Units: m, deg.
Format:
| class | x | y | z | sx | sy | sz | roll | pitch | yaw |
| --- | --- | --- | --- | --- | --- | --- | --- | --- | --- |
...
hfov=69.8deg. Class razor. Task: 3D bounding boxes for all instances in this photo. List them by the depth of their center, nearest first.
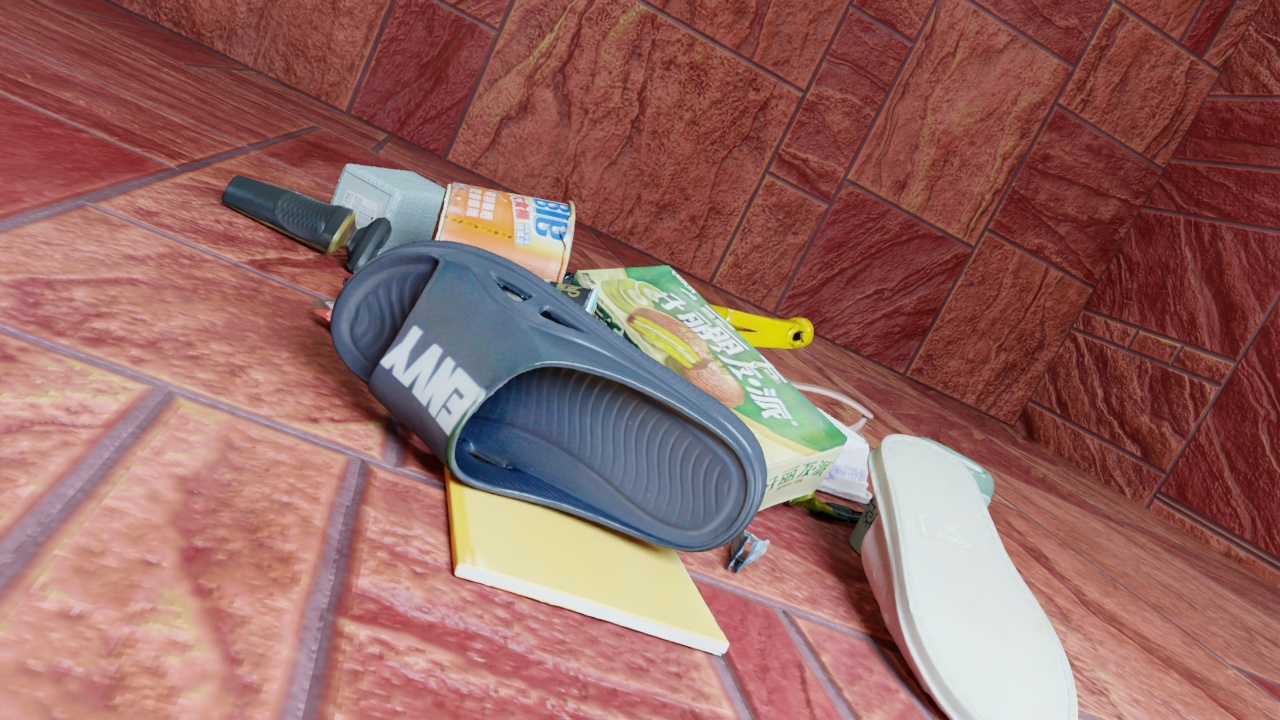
| class | x | y | z | sx | sy | sz | roll | pitch | yaw |
| --- | --- | --- | --- | --- | --- | --- | --- | --- | --- |
| razor | 0.166 | 0.131 | 0.810 | 0.142 | 0.022 | 0.043 | 24 | -34 | -33 |
| razor | -0.317 | -0.131 | 0.864 | 0.167 | 0.062 | 0.068 | 22 | -21 | 6 |

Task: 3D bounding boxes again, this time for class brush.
| class | x | y | z | sx | sy | sz | roll | pitch | yaw |
| --- | --- | --- | --- | --- | --- | --- | --- | --- | --- |
| brush | 0.200 | 0.063 | 1.097 | 0.145 | 0.073 | 0.063 | 25 | 11 | 2 |

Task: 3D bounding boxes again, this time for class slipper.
| class | x | y | z | sx | sy | sz | roll | pitch | yaw |
| --- | --- | --- | --- | --- | --- | --- | --- | --- | --- |
| slipper | -0.057 | 0.022 | 0.494 | 0.268 | 0.111 | 0.083 | 29 | 14 | 6 |
| slipper | 0.203 | 0.149 | 0.608 | 0.114 | 0.055 | 0.273 | 15 | 32 | -10 |

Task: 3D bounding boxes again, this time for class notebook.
| class | x | y | z | sx | sy | sz | roll | pitch | yaw |
| --- | --- | --- | --- | --- | --- | --- | --- | --- | --- |
| notebook | -0.043 | 0.087 | 0.524 | 0.145 | 0.010 | 0.206 | 22 | 11 | -20 |

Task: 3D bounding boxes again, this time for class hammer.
| class | x | y | z | sx | sy | sz | roll | pitch | yaw |
| --- | --- | --- | --- | --- | --- | --- | --- | --- | --- |
| hammer | 0.015 | -0.054 | 0.904 | 0.301 | 0.033 | 0.128 | 14 | 7 | 25 |

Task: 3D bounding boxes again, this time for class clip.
| class | x | y | z | sx | sy | sz | roll | pitch | yaw |
| --- | --- | --- | --- | --- | --- | --- | --- | --- | --- |
| clip | 0.070 | 0.124 | 0.595 | 0.028 | 0.024 | 0.057 | 32 | 4 | 12 |

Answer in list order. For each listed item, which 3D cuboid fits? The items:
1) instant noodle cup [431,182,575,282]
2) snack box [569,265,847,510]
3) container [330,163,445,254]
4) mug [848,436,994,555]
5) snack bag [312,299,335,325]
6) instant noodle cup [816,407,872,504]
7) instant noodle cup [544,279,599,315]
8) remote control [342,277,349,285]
| class | x | y | z | sx | sy | sz | roll | pitch | yaw |
| --- | --- | --- | --- | --- | --- | --- | --- | --- | --- |
| instant noodle cup | -0.135 | -0.088 | 0.830 | 0.111 | 0.151 | 0.151 | 15 | 13 | -16 |
| snack box | 0.042 | 0.016 | 0.745 | 0.114 | 0.063 | 0.240 | -9 | 45 | -44 |
| container | -0.269 | -0.156 | 0.987 | 0.090 | 0.090 | 0.111 | 29 | 13 | 18 |
| mug | 0.234 | 0.127 | 0.746 | 0.082 | 0.106 | 0.111 | 27 | 11 | -3 |
| snack bag | -0.186 | -0.015 | 0.645 | 0.104 | 0.026 | 0.048 | 32 | 25 | 35 |
| instant noodle cup | 0.164 | 0.077 | 0.973 | 0.138 | 0.060 | 0.173 | 19 | 13 | -36 |
| instant noodle cup | -0.104 | -0.022 | 0.691 | 0.120 | 0.111 | 0.111 | 18 | 10 | -1 |
| remote control | -0.180 | -0.032 | 0.749 | 0.136 | 0.024 | 0.053 | 23 | 9 | -27 |
